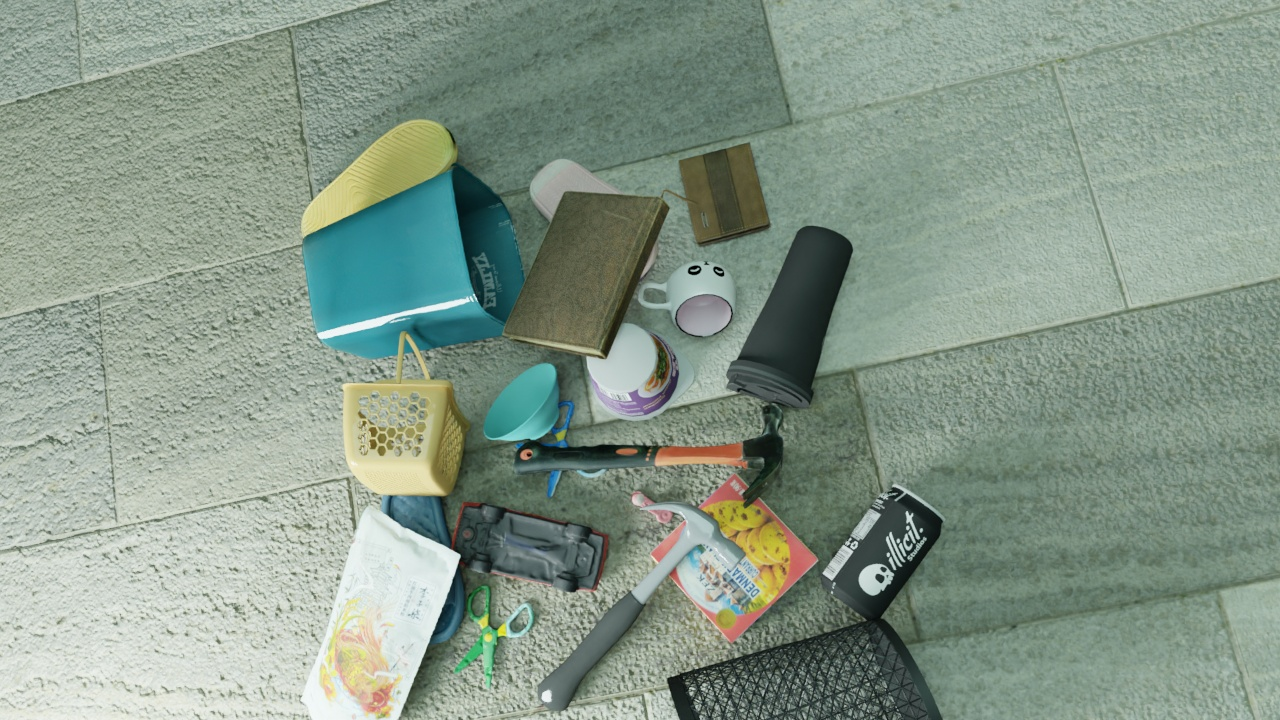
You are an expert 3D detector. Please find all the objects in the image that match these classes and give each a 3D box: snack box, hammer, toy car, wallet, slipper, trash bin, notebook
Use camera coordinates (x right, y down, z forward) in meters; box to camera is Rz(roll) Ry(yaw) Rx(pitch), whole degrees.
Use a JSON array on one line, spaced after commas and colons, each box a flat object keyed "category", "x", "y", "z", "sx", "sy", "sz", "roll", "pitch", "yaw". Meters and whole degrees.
[{"category": "snack box", "x": 0.112, "y": 0.235, "z": 1.101, "sx": 0.145, "sy": 0.040, "sz": 0.142, "roll": -44, "pitch": 76, "yaw": -1}, {"category": "hammer", "x": 0.006, "y": 0.118, "z": 1.119, "sx": 0.333, "sy": 0.033, "sz": 0.132, "roll": -2, "pitch": 49, "yaw": 11}, {"category": "toy car", "x": -0.137, "y": 0.230, "z": 1.131, "sx": 0.189, "sy": 0.056, "sz": 0.081, "roll": 12, "pitch": 83, "yaw": 3}, {"category": "wallet", "x": 0.109, "y": -0.216, "z": 1.190, "sx": 0.099, "sy": 0.027, "sz": 0.121, "roll": -13, "pitch": 80, "yaw": 9}, {"category": "slipper", "x": -0.284, "y": 0.249, "z": 1.148, "sx": 0.104, "sy": 0.059, "sz": 0.213, "roll": -15, "pitch": 77, "yaw": 8}, {"category": "slipper", "x": -0.060, "y": -0.182, "z": 1.193, "sx": 0.107, "sy": 0.056, "sz": 0.221, "roll": -42, "pitch": 67, "yaw": -2}, {"category": "hammer", "x": -0.020, "y": 0.295, "z": 1.090, "sx": 0.125, "sy": 0.029, "sz": 0.311, "roll": 43, "pitch": 100, "yaw": 14}, {"category": "trash bin", "x": 0.182, "y": 0.401, "z": 0.986, "sx": 0.243, "sy": 0.217, "sz": 0.217, "roll": -22, "pitch": 78, "yaw": -3}, {"category": "notebook", "x": -0.047, "y": -0.107, "z": 1.086, "sx": 0.190, "sy": 0.034, "sz": 0.215, "roll": 9, "pitch": 68, "yaw": 32}, {"category": "trash bin", "x": -0.280, "y": -0.107, "z": 1.150, "sx": 0.219, "sy": 0.199, "sz": 0.196, "roll": -15, "pitch": 77, "yaw": 12}, {"category": "slipper", "x": -0.342, "y": -0.228, "z": 1.234, "sx": 0.264, "sy": 0.078, "sz": 0.099, "roll": -31, "pitch": 77, "yaw": 19}]

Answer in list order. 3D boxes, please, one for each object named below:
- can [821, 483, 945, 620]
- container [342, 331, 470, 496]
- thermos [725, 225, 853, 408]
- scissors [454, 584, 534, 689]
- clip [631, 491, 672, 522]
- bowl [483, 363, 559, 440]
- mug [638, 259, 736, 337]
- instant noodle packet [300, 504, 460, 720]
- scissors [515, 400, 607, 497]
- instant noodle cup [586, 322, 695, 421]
[{"category": "can", "x": 0.279, "y": 0.222, "z": 1.059, "sx": 0.080, "sy": 0.080, "sz": 0.146, "roll": 37, "pitch": 87, "yaw": 12}, {"category": "container", "x": -0.281, "y": 0.066, "z": 1.105, "sx": 0.129, "sy": 0.184, "sz": 0.166, "roll": 1, "pitch": 70, "yaw": -2}, {"category": "thermos", "x": 0.188, "y": -0.051, "z": 1.115, "sx": 0.106, "sy": 0.106, "sz": 0.218, "roll": 21, "pitch": 79, "yaw": 11}, {"category": "scissors", "x": -0.179, "y": 0.344, "z": 1.140, "sx": 0.117, "sy": 0.012, "sz": 0.129, "roll": -4, "pitch": 79, "yaw": 7}, {"category": "clip", "x": 0.010, "y": 0.180, "z": 1.138, "sx": 0.058, "sy": 0.050, "sz": 0.023, "roll": 33, "pitch": 87, "yaw": -30}, {"category": "bowl", "x": -0.137, "y": 0.064, "z": 1.152, "sx": 0.121, "sy": 0.121, "sz": 0.046, "roll": -45, "pitch": 117, "yaw": -1}, {"category": "mug", "x": 0.058, "y": -0.081, "z": 1.136, "sx": 0.124, "sy": 0.090, "sz": 0.076, "roll": 2, "pitch": 45, "yaw": -7}, {"category": "instant noodle packet", "x": -0.322, "y": 0.327, "z": 1.112, "sx": 0.147, "sy": 0.057, "sz": 0.269, "roll": 22, "pitch": 97, "yaw": 17}, {"category": "scissors", "x": -0.096, "y": 0.114, "z": 1.169, "sx": 0.130, "sy": 0.013, "sz": 0.125, "roll": 14, "pitch": 81, "yaw": 13}, {"category": "instant noodle cup", "x": -0.007, "y": 0.007, "z": 1.117, "sx": 0.137, "sy": 0.122, "sz": 0.121, "roll": 1, "pitch": 80, "yaw": 8}]
